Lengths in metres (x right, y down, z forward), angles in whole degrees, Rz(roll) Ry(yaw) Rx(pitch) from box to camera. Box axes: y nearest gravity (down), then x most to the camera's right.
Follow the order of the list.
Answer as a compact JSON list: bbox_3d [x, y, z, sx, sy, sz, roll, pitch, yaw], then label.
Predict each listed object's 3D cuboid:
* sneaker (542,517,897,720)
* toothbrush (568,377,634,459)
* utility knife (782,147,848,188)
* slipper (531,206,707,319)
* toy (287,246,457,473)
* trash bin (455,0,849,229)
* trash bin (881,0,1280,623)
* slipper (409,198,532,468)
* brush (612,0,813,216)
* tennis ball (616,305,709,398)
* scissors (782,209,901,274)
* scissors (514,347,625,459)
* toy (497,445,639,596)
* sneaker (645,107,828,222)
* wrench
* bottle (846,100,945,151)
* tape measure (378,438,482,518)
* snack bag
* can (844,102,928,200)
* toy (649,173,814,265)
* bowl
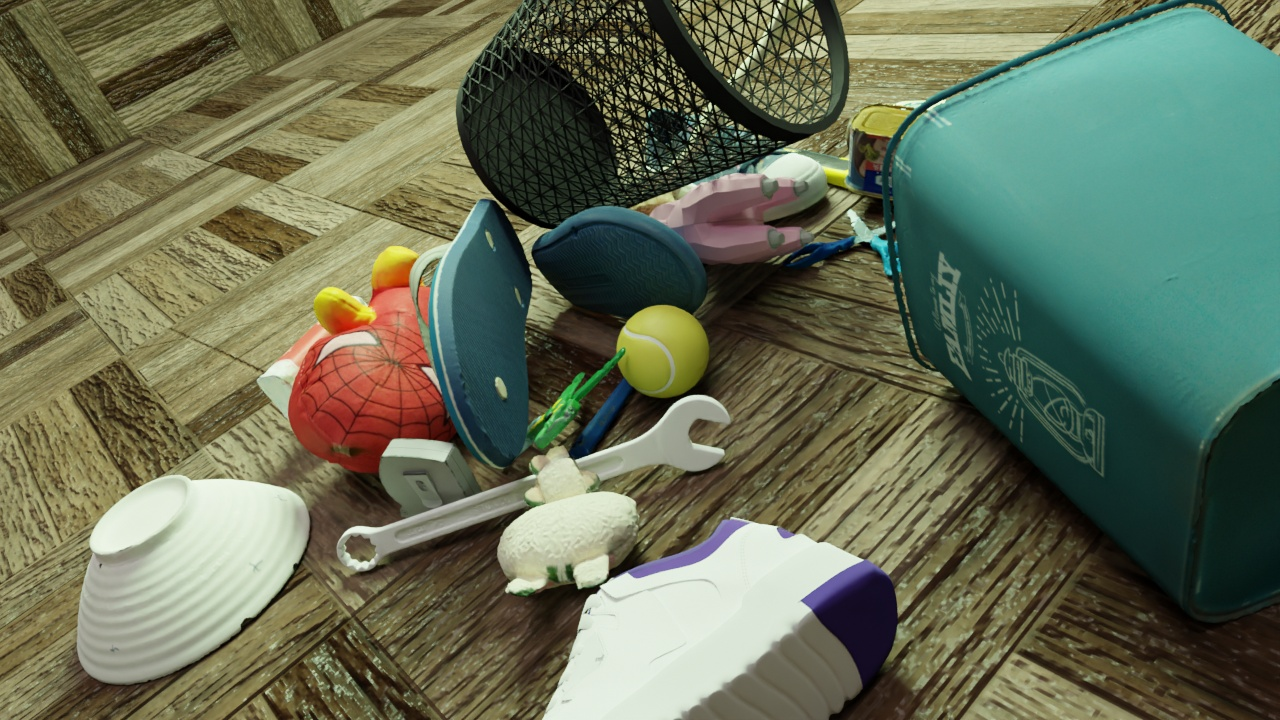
[{"bbox_3d":[-0.005,0.152,0.412,0.243,0.092,0.111,-33,33,-23],"label":"sneaker"},{"bbox_3d":[-0.004,0.004,0.686,0.016,0.017,0.189,-3,37,36],"label":"toothbrush"},{"bbox_3d":[0.153,-0.188,0.871,0.028,0.020,0.203,-32,33,-19],"label":"utility knife"},{"bbox_3d":[-0.021,-0.081,0.718,0.059,0.104,0.214,-49,25,-19],"label":"slipper"},{"bbox_3d":[-0.189,0.004,0.717,0.147,0.099,0.215,17,41,-1],"label":"toy"},{"bbox_3d":[-0.006,-0.220,0.702,0.244,0.217,0.216,-22,25,43],"label":"trash bin"},{"bbox_3d":[0.256,-0.024,0.429,0.199,0.197,0.218,-22,39,2],"label":"trash bin"},{"bbox_3d":[-0.122,-0.033,0.648,0.060,0.118,0.294,-17,30,7],"label":"slipper"},{"bbox_3d":[0.062,-0.212,0.801,0.273,0.062,0.077,-49,54,25],"label":"brush"},{"bbox_3d":[0.016,-0.006,0.645,0.065,0.065,0.065,-15,33,10],"label":"tennis ball"},{"bbox_3d":[0.173,-0.095,0.729,0.134,0.014,0.127,-16,32,10],"label":"scissors"},{"bbox_3d":[-0.057,0.036,0.629,0.132,0.011,0.125,-41,9,21],"label":"scissors"},{"bbox_3d":[-0.043,0.101,0.539,0.087,0.050,0.112,-20,28,6],"label":"toy"},{"bbox_3d":[0.074,-0.190,0.863,0.087,0.079,0.236,-36,35,-21],"label":"sneaker"},{"bbox_3d":[-0.071,0.084,0.590,0.273,0.047,0.009,-20,15,8],"label":"wrench"},{"bbox_3d":[0.256,-0.193,0.781,0.162,0.056,0.056,10,44,40],"label":"bottle"},{"bbox_3d":[-0.143,0.082,0.617,0.060,0.062,0.020,-4,37,20],"label":"tape measure"},{"bbox_3d":[-0.256,0.008,0.773,0.036,0.077,0.115,-12,32,37],"label":"snack bag"},{"bbox_3d":[0.217,-0.167,0.743,0.100,0.059,0.053,16,46,26],"label":"can"},{"bbox_3d":[0.056,-0.108,0.741,0.158,0.067,0.123,-4,6,35],"label":"toy"},{"bbox_3d":[-0.331,0.131,0.647,0.177,0.071,0.177,-15,34,11],"label":"bowl"}]
